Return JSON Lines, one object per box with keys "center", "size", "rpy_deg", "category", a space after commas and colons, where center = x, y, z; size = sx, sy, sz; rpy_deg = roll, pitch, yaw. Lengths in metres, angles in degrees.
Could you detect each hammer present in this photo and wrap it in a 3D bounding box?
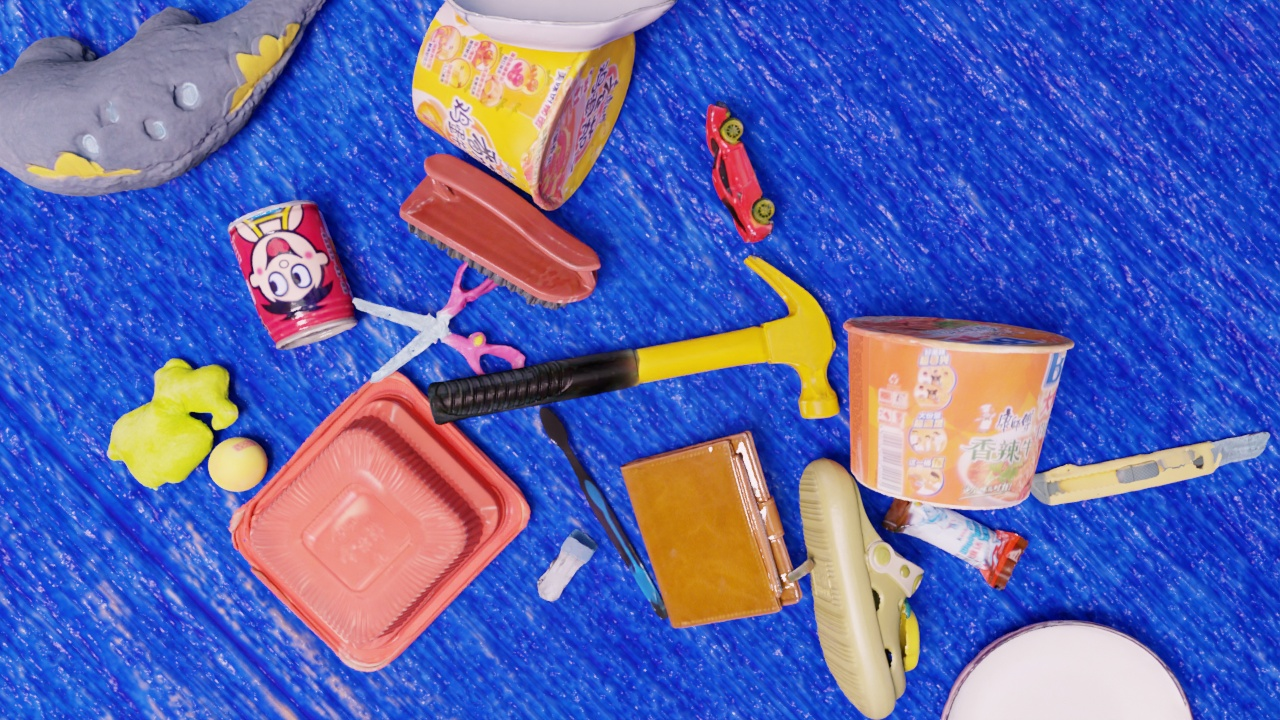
{"center": [-0.004, 0.004, 0.677], "size": [0.300, 0.033, 0.129], "rpy_deg": [-11, 90, -5], "category": "hammer"}

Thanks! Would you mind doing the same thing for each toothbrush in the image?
{"center": [-0.028, 0.117, 0.701], "size": [0.014, 0.016, 0.189], "rpy_deg": [-31, 94, -9], "category": "toothbrush"}

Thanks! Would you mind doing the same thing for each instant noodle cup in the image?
{"center": [0.212, 0.033, 0.639], "size": [0.151, 0.151, 0.111], "rpy_deg": [3, 99, -1], "category": "instant noodle cup"}
{"center": [-0.196, 0.122, 0.665], "size": [0.164, 0.079, 0.189], "rpy_deg": [44, 92, -1], "category": "instant noodle cup"}
{"center": [-0.083, -0.190, 0.635], "size": [0.110, 0.138, 0.138], "rpy_deg": [28, 91, 7], "category": "instant noodle cup"}

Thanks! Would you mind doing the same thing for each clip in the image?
{"center": [-0.059, 0.158, 0.697], "size": [0.027, 0.043, 0.058], "rpy_deg": [37, 98, -4], "category": "clip"}

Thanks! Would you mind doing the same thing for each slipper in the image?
{"center": [0.168, 0.161, 0.666], "size": [0.081, 0.091, 0.190], "rpy_deg": [-12, 89, -4], "category": "slipper"}

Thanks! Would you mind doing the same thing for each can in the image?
{"center": [-0.250, -0.061, 0.665], "size": [0.066, 0.066, 0.094], "rpy_deg": [-20, 92, 0], "category": "can"}

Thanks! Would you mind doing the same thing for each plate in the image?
{"center": [-0.048, -0.279, 0.611], "size": [0.162, 0.034, 0.265], "rpy_deg": [5, 50, 0], "category": "plate"}
{"center": [0.316, 0.287, 0.694], "size": [0.192, 0.039, 0.192], "rpy_deg": [0, 92, -1], "category": "plate"}

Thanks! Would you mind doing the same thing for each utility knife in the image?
{"center": [0.390, 0.082, 0.705], "size": [0.190, 0.020, 0.031], "rpy_deg": [-12, 97, -5], "category": "utility knife"}

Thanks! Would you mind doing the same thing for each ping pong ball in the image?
{"center": [-0.299, 0.077, 0.681], "size": [0.040, 0.040, 0.040], "rpy_deg": [0, 91, -1], "category": "ping pong ball"}

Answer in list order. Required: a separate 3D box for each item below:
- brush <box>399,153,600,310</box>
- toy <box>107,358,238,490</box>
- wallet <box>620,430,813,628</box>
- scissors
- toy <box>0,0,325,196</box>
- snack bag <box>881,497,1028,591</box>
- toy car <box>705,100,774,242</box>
{"center": [-0.095, -0.090, 0.658], "size": [0.146, 0.069, 0.063], "rpy_deg": [32, 60, -2], "category": "brush"}
{"center": [-0.348, 0.049, 0.684], "size": [0.097, 0.031, 0.100], "rpy_deg": [8, 86, 8], "category": "toy"}
{"center": [0.056, 0.125, 0.674], "size": [0.119, 0.035, 0.130], "rpy_deg": [-17, 91, 21], "category": "wallet"}
{"center": [-0.144, -0.030, 0.680], "size": [0.133, 0.017, 0.130], "rpy_deg": [19, 85, -17], "category": "scissors"}
{"center": [-0.377, -0.185, 0.651], "size": [0.356, 0.091, 0.137], "rpy_deg": [-16, 79, -2], "category": "toy"}
{"center": [0.238, 0.131, 0.696], "size": [0.104, 0.026, 0.048], "rpy_deg": [31, 79, -2], "category": "snack bag"}
{"center": [0.069, -0.138, 0.676], "size": [0.031, 0.049, 0.106], "rpy_deg": [-20, 93, -2], "category": "toy car"}
